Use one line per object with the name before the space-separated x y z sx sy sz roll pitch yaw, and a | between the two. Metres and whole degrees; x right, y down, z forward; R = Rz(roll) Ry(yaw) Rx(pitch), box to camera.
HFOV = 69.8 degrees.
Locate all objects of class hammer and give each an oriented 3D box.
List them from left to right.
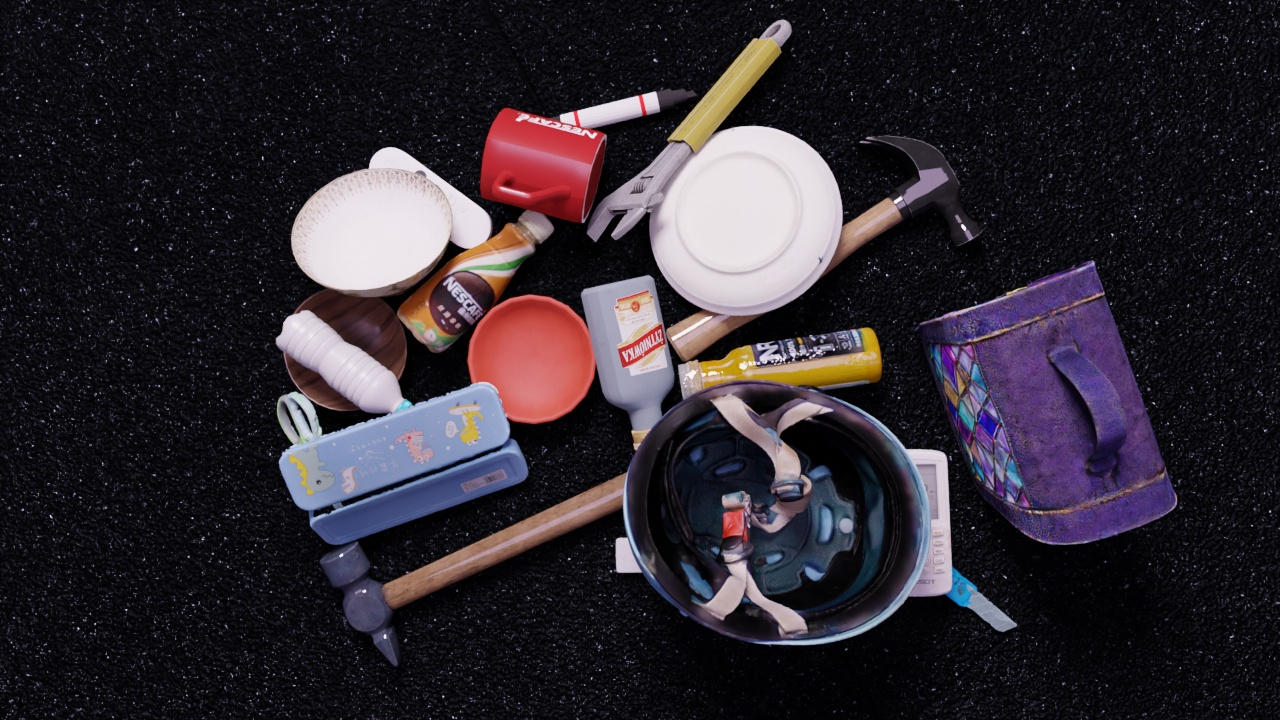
hammer | -0.138 0.183 0.895 0.322 0.040 0.129 -25 101 1
hammer | 0.159 -0.098 0.874 0.305 0.040 0.132 -32 94 4

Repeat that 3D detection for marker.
marker | -0.018 -0.239 0.879 0.145 0.019 0.019 -13 92 2

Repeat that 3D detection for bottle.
bottle | -0.272 0.008 0.853 0.136 0.044 0.044 37 93 0
bottle | -0.153 -0.081 0.873 0.167 0.059 0.059 -43 91 -5
bottle | -0.005 0.005 0.867 0.072 0.046 0.161 -16 96 -36
bottle | 0.130 0.008 0.870 0.186 0.053 0.053 -9 92 3

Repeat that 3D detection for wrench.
wrench | 0.049 -0.216 0.863 0.273 0.083 0.018 -50 122 -4

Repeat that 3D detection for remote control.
remote control | -0.204 -0.157 0.892 0.136 0.013 0.043 36 93 0
remote control | 0.041 0.190 0.901 0.131 0.012 0.033 -1 90 2
remote control | 0.263 0.154 0.874 0.060 0.025 0.138 0 83 -3

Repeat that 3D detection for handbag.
handbag | 0.344 0.033 0.779 0.125 0.222 0.205 -21 93 2

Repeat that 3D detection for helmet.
helmet | 0.114 0.133 0.817 0.265 0.167 0.225 11 79 -2

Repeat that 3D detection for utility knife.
utility knife | 0.286 0.200 0.893 0.198 0.015 0.031 39 94 -1

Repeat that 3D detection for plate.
plate | 0.092 -0.134 0.848 0.182 0.034 0.182 -2 82 16

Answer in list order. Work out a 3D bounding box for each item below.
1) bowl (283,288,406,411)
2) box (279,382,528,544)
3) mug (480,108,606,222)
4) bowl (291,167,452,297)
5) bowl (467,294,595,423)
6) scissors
bowl | -0.282 -0.012 0.892 0.119 0.032 0.119 0 93 2
box | -0.217 0.103 0.857 0.209 0.039 0.127 -19 126 -4
mug | -0.091 -0.171 0.837 0.096 0.116 0.081 15 128 1
bowl | -0.243 -0.106 0.857 0.145 0.063 0.145 -1 60 1
bowl | -0.103 -0.001 0.885 0.122 0.035 0.122 0 93 2
scissors | -0.311 0.111 0.901 0.065 0.033 0.174 -14 97 40
